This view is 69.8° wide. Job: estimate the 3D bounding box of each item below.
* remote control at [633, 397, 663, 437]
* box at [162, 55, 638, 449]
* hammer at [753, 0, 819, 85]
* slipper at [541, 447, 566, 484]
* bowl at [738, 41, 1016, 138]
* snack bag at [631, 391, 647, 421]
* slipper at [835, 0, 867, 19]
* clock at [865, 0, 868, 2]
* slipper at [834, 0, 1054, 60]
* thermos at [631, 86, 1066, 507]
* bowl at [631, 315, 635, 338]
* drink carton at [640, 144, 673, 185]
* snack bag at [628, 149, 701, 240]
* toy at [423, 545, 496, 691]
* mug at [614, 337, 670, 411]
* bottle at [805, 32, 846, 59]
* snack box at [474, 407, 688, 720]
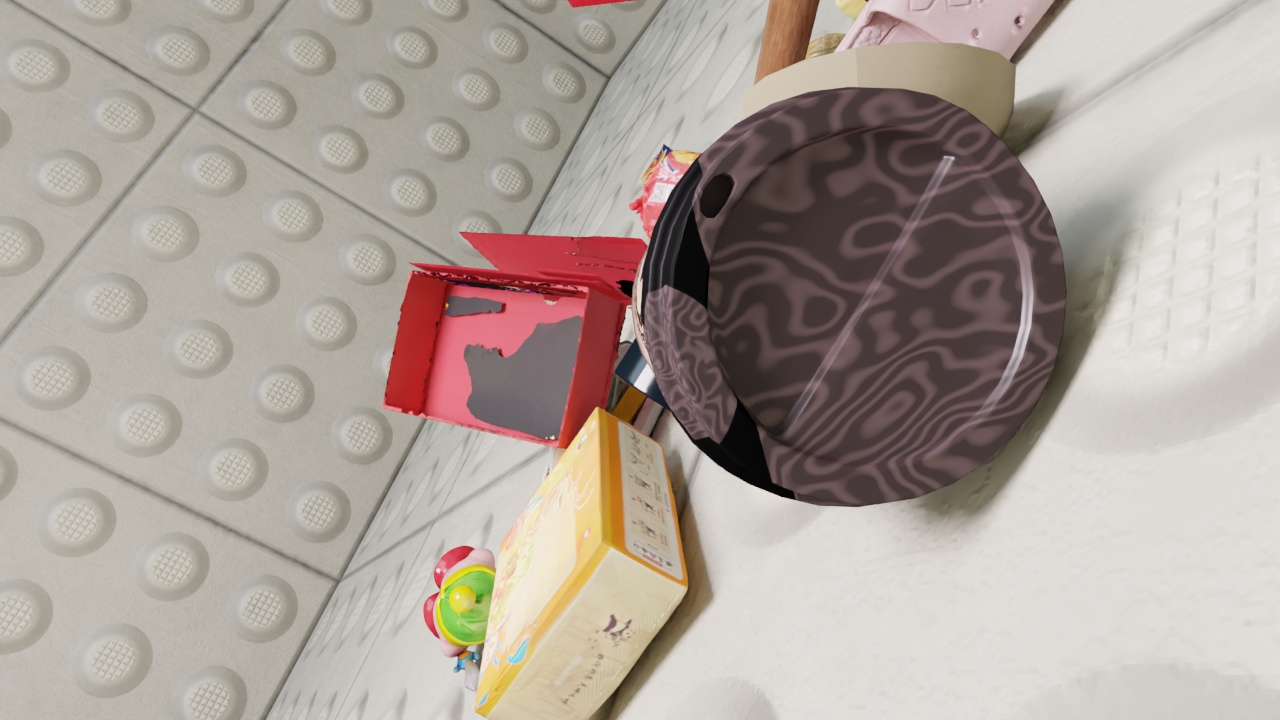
[{"bbox_3d":[-0.006,0.077,0.798,0.130,0.012,0.033,-64,13,-17],"label":"remote control"},{"bbox_3d":[-0.164,-0.052,0.691,0.217,0.351,0.197,9,82,32],"label":"box"},{"bbox_3d":[0.107,-0.234,0.689,0.157,0.037,0.302,-90,5,-46],"label":"hammer"},{"bbox_3d":[-0.061,0.049,0.889,0.262,0.052,0.115,-75,-12,-56],"label":"slipper"},{"bbox_3d":[0.133,-0.125,0.521,0.152,0.152,0.050,167,102,-70],"label":"bowl"},{"bbox_3d":[-0.008,0.041,0.852,0.099,0.020,0.026,-55,-11,13],"label":"snack bag"},{"bbox_3d":[0.250,-0.412,0.795,0.264,0.078,0.099,-42,20,50],"label":"slipper"},{"bbox_3d":[0.216,-0.293,0.681,0.158,0.072,0.120,-34,29,57],"label":"clock"},{"bbox_3d":[0.186,-0.209,0.571,0.240,0.094,0.064,-49,14,42],"label":"slipper"},{"bbox_3d":[0.074,-0.029,0.463,0.172,0.172,0.226,-59,8,-2],"label":"thermos"},{"bbox_3d":[0.045,-0.053,0.753,0.114,0.051,0.115,-40,-40,-45],"label":"bowl"},{"bbox_3d":[0.037,-0.252,1.255,0.064,0.040,0.130,-56,15,14],"label":"drink carton"},{"bbox_3d":[0.077,-0.103,0.654,0.177,0.082,0.082,16,71,35],"label":"snack bag"},{"bbox_3d":[-0.171,0.241,0.883,0.132,0.096,0.124,1,66,52],"label":"toy"},{"bbox_3d":[0.046,-0.007,0.683,0.094,0.085,0.121,-58,-15,2],"label":"mug"},{"bbox_3d":[0.149,-0.184,0.718,0.060,0.059,0.165,-42,31,49],"label":"bottle"},{"bbox_3d":[-0.036,0.143,0.629,0.145,0.080,0.195,-55,14,15],"label":"snack box"}]
